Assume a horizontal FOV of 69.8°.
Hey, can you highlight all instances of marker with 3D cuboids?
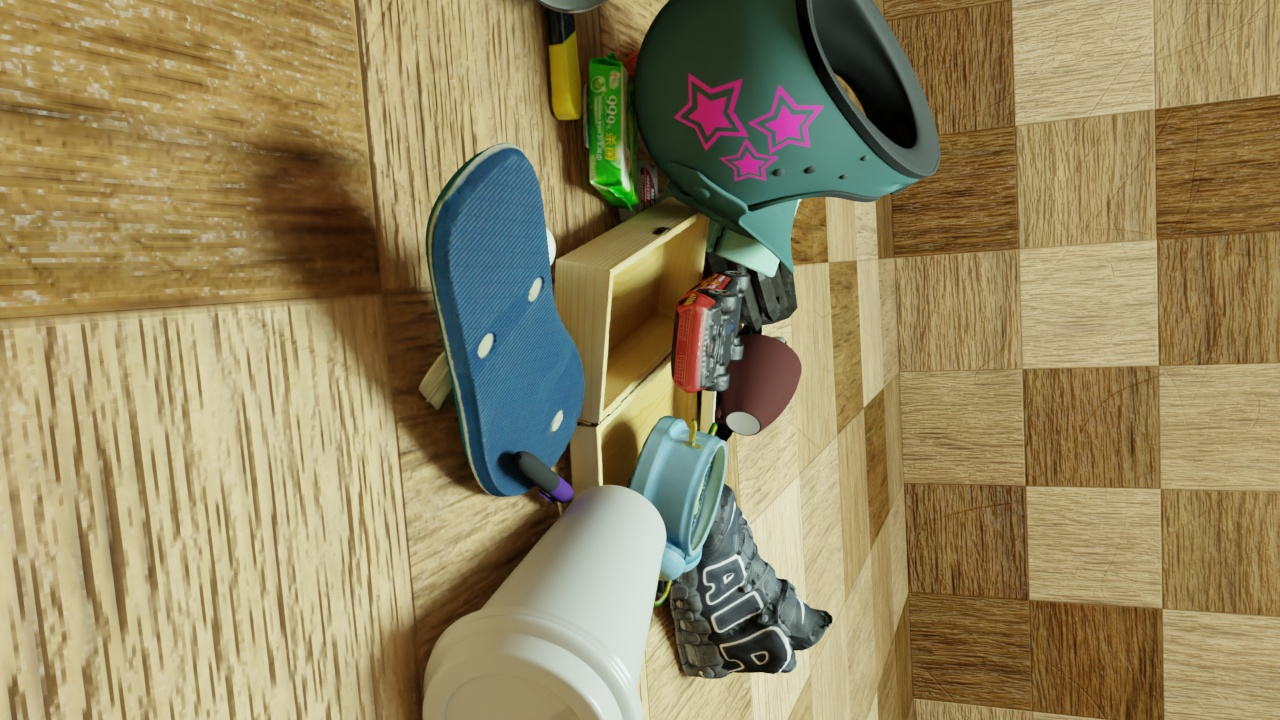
[{"bbox_3d":[-0.067,0.081,0.625,0.015,0.018,0.134,56,-3,19],"label":"marker"}]

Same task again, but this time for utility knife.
[{"bbox_3d":[-0.063,-0.275,0.713,0.028,0.020,0.172,-21,108,-69],"label":"utility knife"}]

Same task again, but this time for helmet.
[{"bbox_3d":[0.109,-0.195,0.764,0.274,0.201,0.176,34,53,-38],"label":"helmet"}]

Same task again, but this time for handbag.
[{"bbox_3d":[0.111,-0.123,1.009,0.199,0.102,0.197,-92,164,-47],"label":"handbag"}]

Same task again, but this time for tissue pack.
[{"bbox_3d":[-0.022,-0.187,0.764,0.099,0.034,0.114,-3,93,-82],"label":"tissue pack"}]

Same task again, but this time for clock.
[{"bbox_3d":[0.026,0.125,0.769,0.118,0.060,0.162,9,95,-73],"label":"clock"}]

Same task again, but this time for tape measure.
[{"bbox_3d":[-0.003,-0.153,0.845,0.062,0.020,0.060,0,88,-67],"label":"tape measure"}]

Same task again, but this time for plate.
[{"bbox_3d":[0.072,0.023,0.965,0.157,0.014,0.157,6,87,-87],"label":"plate"}]

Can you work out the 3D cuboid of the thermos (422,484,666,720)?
[{"bbox_3d":[-0.045,0.171,0.607,0.221,0.132,0.131,-57,140,-65],"label":"thermos"}]

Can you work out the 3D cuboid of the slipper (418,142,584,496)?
[{"bbox_3d":[-0.092,-0.009,0.555,0.295,0.060,0.118,87,28,-54],"label":"slipper"}]

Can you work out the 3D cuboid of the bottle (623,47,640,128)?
[{"bbox_3d":[0.019,-0.265,0.871,0.133,0.048,0.071,-56,138,-55],"label":"bottle"}]

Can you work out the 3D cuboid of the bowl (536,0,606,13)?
[{"bbox_3d":[-0.061,-0.326,0.643,0.150,0.057,0.151,-29,131,-39],"label":"bowl"}]

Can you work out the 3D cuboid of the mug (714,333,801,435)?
[{"bbox_3d":[0.110,0.040,0.968,0.087,0.114,0.088,34,48,-12],"label":"mug"}]

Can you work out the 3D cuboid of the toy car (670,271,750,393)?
[{"bbox_3d":[0.062,-0.030,0.803,0.189,0.056,0.082,-41,139,-70],"label":"toy car"}]

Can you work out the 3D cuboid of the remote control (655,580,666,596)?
[{"bbox_3d":[0.029,0.165,0.901,0.140,0.021,0.045,-66,156,-54],"label":"remote control"}]

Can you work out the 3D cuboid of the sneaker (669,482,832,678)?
[{"bbox_3d":[0.112,0.227,0.896,0.097,0.151,0.253,-66,156,-51],"label":"sneaker"}]

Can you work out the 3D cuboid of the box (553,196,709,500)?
[{"bbox_3d":[0.001,0.005,0.791,0.246,0.068,0.254,-42,132,-60],"label":"box"}]

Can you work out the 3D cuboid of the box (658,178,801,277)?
[{"bbox_3d":[0.100,-0.190,0.900,0.052,0.139,0.187,71,37,-85],"label":"box"}]

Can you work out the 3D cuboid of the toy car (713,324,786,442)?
[{"bbox_3d":[0.143,0.023,1.107,0.191,0.071,0.094,-53,144,-56],"label":"toy car"}]

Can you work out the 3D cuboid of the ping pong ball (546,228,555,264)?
[{"bbox_3d":[-0.079,-0.077,0.632,0.040,0.040,0.040,-1,90,-67],"label":"ping pong ball"}]
